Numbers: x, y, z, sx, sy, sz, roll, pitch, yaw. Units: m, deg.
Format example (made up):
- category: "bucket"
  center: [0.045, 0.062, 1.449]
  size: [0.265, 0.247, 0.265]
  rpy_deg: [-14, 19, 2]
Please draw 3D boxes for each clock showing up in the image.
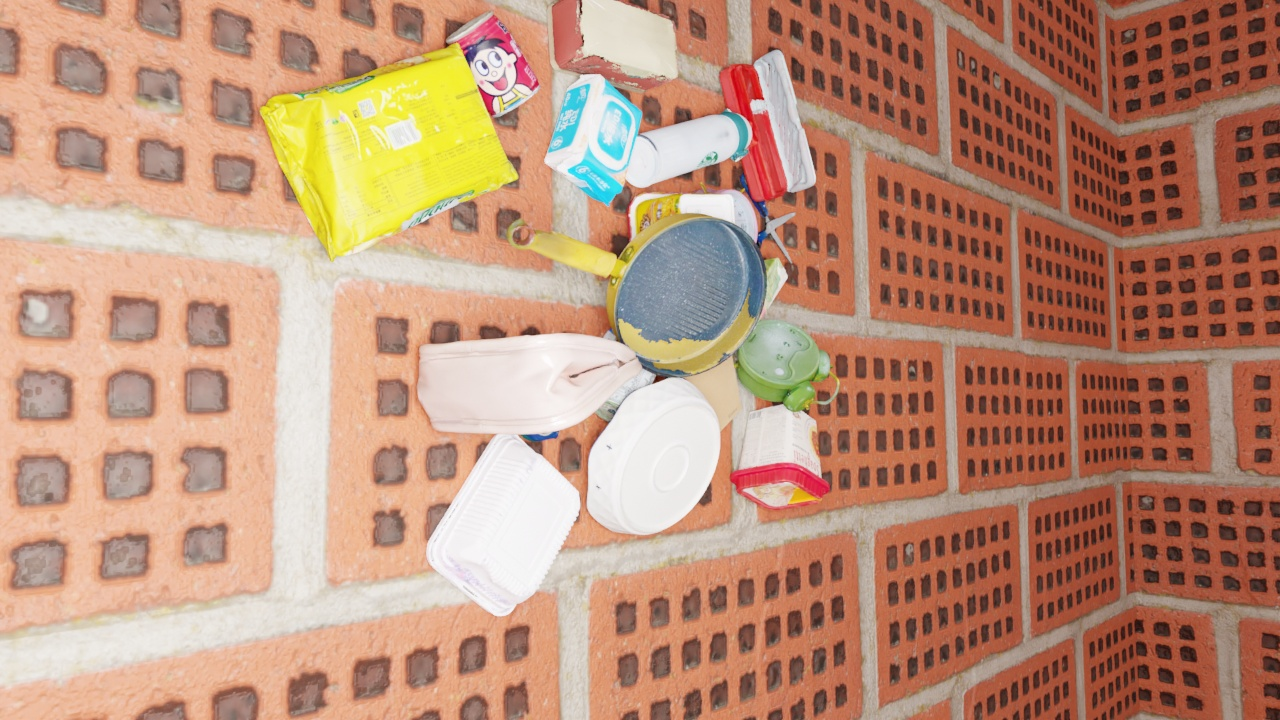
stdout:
- category: "clock"
  center: [0.206, 0.010, 1.299]
  size: [0.115, 0.161, 0.056]
  rpy_deg: [-52, 164, -35]
- category: "clock"
  center: [0.110, -0.163, 1.267]
  size: [0.117, 0.060, 0.158]
  rpy_deg: [-4, 92, -45]

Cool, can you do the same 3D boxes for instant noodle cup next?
- category: "instant noodle cup"
  center: [0.201, 0.136, 1.312]
  size: [0.116, 0.117, 0.124]
  rpy_deg: [32, 54, -40]
- category: "instant noodle cup"
  center: [0.056, -0.160, 1.146]
  size: [0.116, 0.124, 0.116]
  rpy_deg: [-5, 91, -24]
- category: "instant noodle cup"
  center: [-0.134, 0.178, 0.995]
  size: [0.138, 0.060, 0.173]
  rpy_deg: [49, 56, -32]

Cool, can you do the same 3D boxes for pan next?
- category: "pan"
  center: [-0.001, -0.091, 1.015]
  size: [0.357, 0.078, 0.198]
  rpy_deg: [19, 104, -33]

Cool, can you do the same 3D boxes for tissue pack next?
- category: "tissue pack"
  center: [-0.053, -0.266, 1.103]
  size: [0.090, 0.063, 0.139]
  rpy_deg: [31, 66, -40]

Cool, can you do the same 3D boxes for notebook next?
- category: "notebook"
  center: [0.080, 0.014, 1.207]
  size: [0.149, 0.012, 0.212]
  rpy_deg: [-42, 129, -44]

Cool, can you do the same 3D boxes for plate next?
- category: "plate"
  center: [0.024, 0.123, 1.119]
  size: [0.204, 0.045, 0.205]
  rpy_deg: [-22, 125, -36]

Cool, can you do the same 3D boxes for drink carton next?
- category: "drink carton"
  center: [0.160, -0.097, 1.318]
  size: [0.045, 0.054, 0.122]
  rpy_deg: [56, 51, -27]

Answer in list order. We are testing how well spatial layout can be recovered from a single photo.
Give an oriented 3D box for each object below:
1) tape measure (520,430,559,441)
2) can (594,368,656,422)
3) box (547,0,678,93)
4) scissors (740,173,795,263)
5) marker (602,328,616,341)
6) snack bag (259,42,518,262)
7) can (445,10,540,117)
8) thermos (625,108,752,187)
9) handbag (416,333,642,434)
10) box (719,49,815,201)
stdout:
- category: "tape measure"
  center: [-0.118, 0.064, 1.042]
  size: [0.054, 0.025, 0.058]
  rpy_deg: [-10, 91, -44]
- category: "can"
  center: [-0.007, 0.007, 1.137]
  size: [0.058, 0.058, 0.146]
  rpy_deg: [45, 57, -34]
- category: "box"
  center: [-0.026, -0.391, 1.129]
  size: [0.168, 0.077, 0.091]
  rpy_deg: [-2, 88, -45]
- category: "scissors"
  center: [0.188, -0.208, 1.384]
  size: [0.173, 0.012, 0.162]
  rpy_deg: [-35, 112, -42]
- category: "marker"
  center: [-0.065, 0.017, 1.106]
  size: [0.017, 0.017, 0.145]
  rpy_deg: [52, 54, -30]
- category: "snack bag"
  center: [-0.238, -0.213, 0.906]
  size: [0.245, 0.068, 0.158]
  rpy_deg: [-36, 113, -40]
- category: "can"
  center: [-0.160, -0.321, 0.993]
  size: [0.066, 0.067, 0.094]
  rpy_deg: [-53, 123, -34]
- category: "thermos"
  center: [0.069, -0.285, 1.226]
  size: [0.223, 0.073, 0.073]
  rpy_deg: [-28, 107, -44]
- category: "handbag"
  center: [-0.096, 0.012, 0.965]
  size: [0.233, 0.194, 0.093]
  rpy_deg: [-13, 99, -55]
- category: "box"
  center: [0.196, -0.341, 1.330]
  size: [0.095, 0.098, 0.201]
  rpy_deg: [-26, 102, -49]
